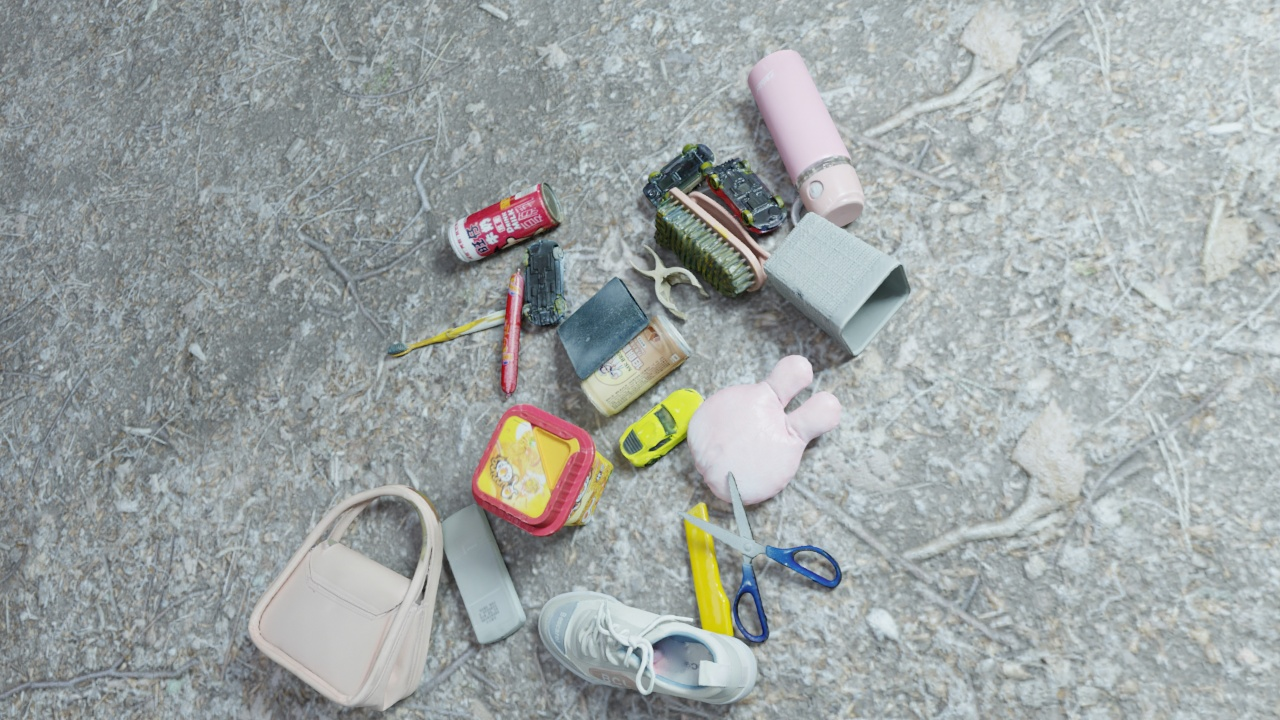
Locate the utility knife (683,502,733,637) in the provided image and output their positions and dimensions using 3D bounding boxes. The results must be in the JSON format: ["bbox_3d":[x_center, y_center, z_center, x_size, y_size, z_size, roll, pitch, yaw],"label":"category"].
[{"bbox_3d":[0.070,0.220,0.930,0.033,0.015,0.153,-15,71,17],"label":"utility knife"}]

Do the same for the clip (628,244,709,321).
[{"bbox_3d":[0.040,-0.098,1.022,0.084,0.035,0.104,-33,59,14],"label":"clip"}]

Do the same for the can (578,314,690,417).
[{"bbox_3d":[-0.006,0.006,0.995,0.116,0.058,0.058,-38,66,7],"label":"can"}]

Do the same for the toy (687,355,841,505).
[{"bbox_3d":[0.124,0.070,0.928,0.160,0.054,0.121,-37,72,14],"label":"toy"}]

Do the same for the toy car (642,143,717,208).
[{"bbox_3d":[0.047,-0.209,1.046,0.090,0.035,0.042,-39,67,7],"label":"toy car"}]

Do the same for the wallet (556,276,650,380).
[{"bbox_3d":[-0.045,-0.039,1.014,0.097,0.019,0.120,-40,32,6],"label":"wallet"}]

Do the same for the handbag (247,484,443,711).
[{"bbox_3d":[-0.310,0.251,1.033,0.193,0.093,0.234,19,80,25],"label":"handbag"}]

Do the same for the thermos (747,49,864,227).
[{"bbox_3d":[0.173,-0.231,0.993,0.087,0.067,0.198,-38,63,42],"label":"thermos"}]

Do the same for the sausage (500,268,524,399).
[{"bbox_3d":[-0.151,-0.032,1.075,0.020,0.020,0.155,1,83,21],"label":"sausage"}]

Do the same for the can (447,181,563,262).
[{"bbox_3d":[-0.163,-0.165,1.105,0.133,0.053,0.053,-21,69,15],"label":"can"}]

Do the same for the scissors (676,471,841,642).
[{"bbox_3d":[0.116,0.195,0.901,0.175,0.012,0.162,8,91,9],"label":"scissors"}]

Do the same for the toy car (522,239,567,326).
[{"bbox_3d":[-0.111,-0.090,1.077,0.049,0.031,0.105,-9,73,16],"label":"toy car"}]

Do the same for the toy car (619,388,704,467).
[{"bbox_3d":[0.024,0.070,0.981,0.105,0.032,0.048,-38,65,6],"label":"toy car"}]

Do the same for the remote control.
[{"bbox_3d":[-0.177,0.236,1.018,0.058,0.021,0.150,-32,67,12],"label":"remote control"}]

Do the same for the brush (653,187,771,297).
[{"bbox_3d":[0.083,-0.128,0.999,0.072,0.063,0.145,-36,63,-25],"label":"brush"}]

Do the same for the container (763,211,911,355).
[{"bbox_3d":[0.195,-0.081,0.926,0.114,0.090,0.090,42,92,29],"label":"container"}]

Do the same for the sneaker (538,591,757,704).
[{"bbox_3d":[-0.013,0.283,0.896,0.243,0.090,0.089,5,77,31],"label":"sneaker"}]

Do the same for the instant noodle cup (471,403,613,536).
[{"bbox_3d":[-0.095,0.120,0.962,0.116,0.123,0.116,23,84,24],"label":"instant noodle cup"}]

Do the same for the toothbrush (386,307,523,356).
[{"bbox_3d":[-0.227,-0.036,1.114,0.192,0.018,0.016,-16,72,16],"label":"toothbrush"}]

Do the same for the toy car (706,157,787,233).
[{"bbox_3d":[0.117,-0.179,1.009,0.049,0.031,0.106,-29,61,-16],"label":"toy car"}]
